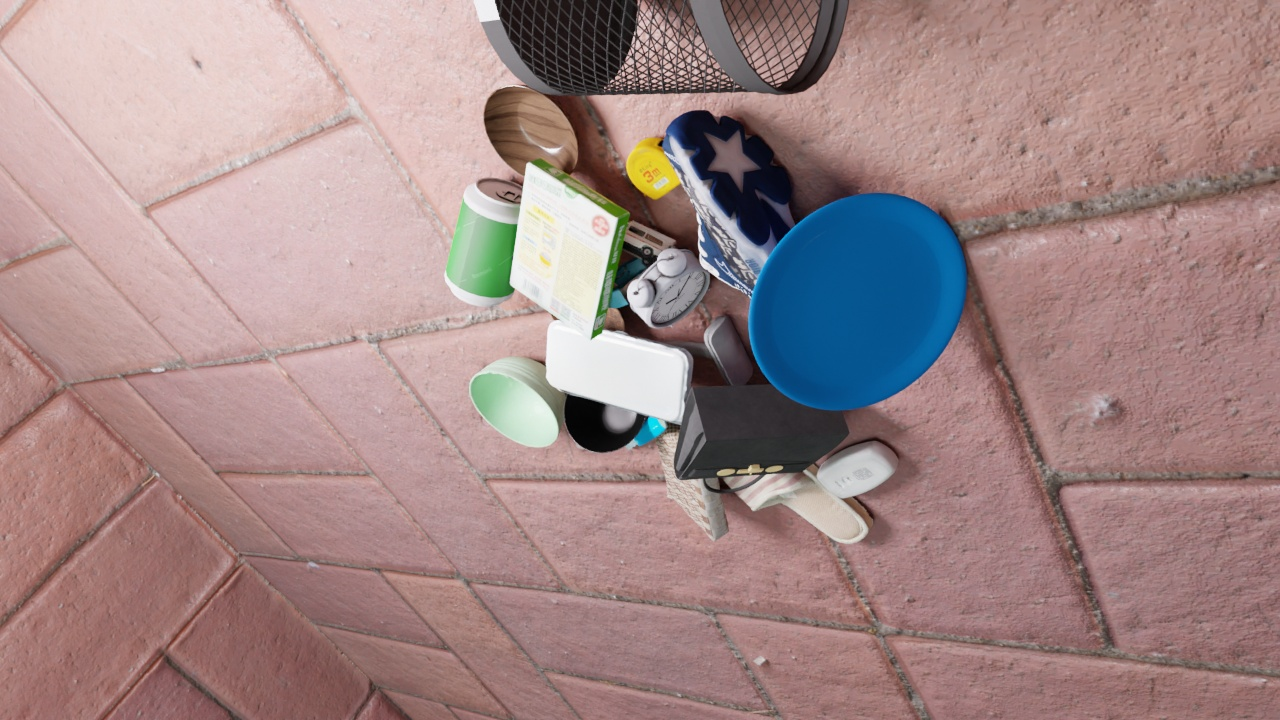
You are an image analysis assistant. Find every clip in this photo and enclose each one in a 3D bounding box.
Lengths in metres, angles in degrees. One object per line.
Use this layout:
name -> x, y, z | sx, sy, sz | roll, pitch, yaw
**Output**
clip -> -0.026, -0.096, 1.088 | 0.033, 0.120, 0.122 | 54, 170, -23

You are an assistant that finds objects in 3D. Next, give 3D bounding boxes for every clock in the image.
clock -> 0.030, -0.082, 1.023 | 0.035, 0.094, 0.122 | 48, -172, 23

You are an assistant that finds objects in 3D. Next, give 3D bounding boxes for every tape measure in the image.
tape measure -> 0.016, -0.205, 0.968 | 0.059, 0.030, 0.068 | 45, 139, -15

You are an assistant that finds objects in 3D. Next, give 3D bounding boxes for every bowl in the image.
bowl -> -0.039, 0.071, 1.267 | 0.124, 0.124, 0.052 | 13, 171, 25
bowl -> -0.066, -0.066, 1.179 | 0.114, 0.026, 0.102 | 10, 138, 28
bowl -> -0.113, -0.254, 1.006 | 0.119, 0.032, 0.119 | 20, 140, 17
bowl -> -0.167, 0.049, 1.336 | 0.151, 0.076, 0.151 | 20, 140, 17

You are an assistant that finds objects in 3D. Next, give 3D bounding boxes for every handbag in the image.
handbag -> 0.070, 0.154, 1.275 | 0.124, 0.047, 0.186 | 44, 157, 44
handbag -> 0.128, 0.114, 1.121 | 0.175, 0.072, 0.196 | -2, 144, -16

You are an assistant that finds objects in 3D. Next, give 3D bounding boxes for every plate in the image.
plate -> 0.210, -0.056, 0.896 | 0.224, 0.024, 0.225 | -5, 116, -11

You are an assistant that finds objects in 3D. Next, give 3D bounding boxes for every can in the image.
can -> -0.180, -0.141, 1.103 | 0.088, 0.087, 0.140 | 27, 121, 9

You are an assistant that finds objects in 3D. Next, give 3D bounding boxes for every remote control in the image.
remote control -> 0.273, 0.137, 1.152 | 0.060, 0.028, 0.115 | 38, 142, -5

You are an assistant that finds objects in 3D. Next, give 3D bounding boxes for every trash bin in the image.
trash bin -> 0.013, -0.312, 0.714 | 0.228, 0.217, 0.218 | 7, 135, 36

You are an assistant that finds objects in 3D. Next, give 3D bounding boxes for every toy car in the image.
toy car -> -0.011, -0.142, 1.050 | 0.113, 0.039, 0.039 | 28, 168, 9

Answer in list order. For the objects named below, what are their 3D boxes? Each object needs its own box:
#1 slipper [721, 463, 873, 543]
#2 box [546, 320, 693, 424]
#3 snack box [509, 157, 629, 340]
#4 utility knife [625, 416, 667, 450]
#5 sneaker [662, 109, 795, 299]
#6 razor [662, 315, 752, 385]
slipper -> 0.189, 0.170, 1.231 | 0.263, 0.052, 0.115 | 35, 141, -1
box -> -0.013, 0.004, 1.159 | 0.211, 0.128, 0.105 | 14, 110, 24
snack box -> -0.084, -0.123, 1.030 | 0.132, 0.027, 0.168 | 35, 134, 22
utility knife -> 0.003, 0.100, 1.273 | 0.031, 0.015, 0.221 | 64, 159, 6
sneaker -> 0.098, -0.130, 0.945 | 0.269, 0.103, 0.133 | 47, 147, -21
razor -> 0.072, -0.013, 1.131 | 0.116, 0.047, 0.088 | 4, 134, 44
